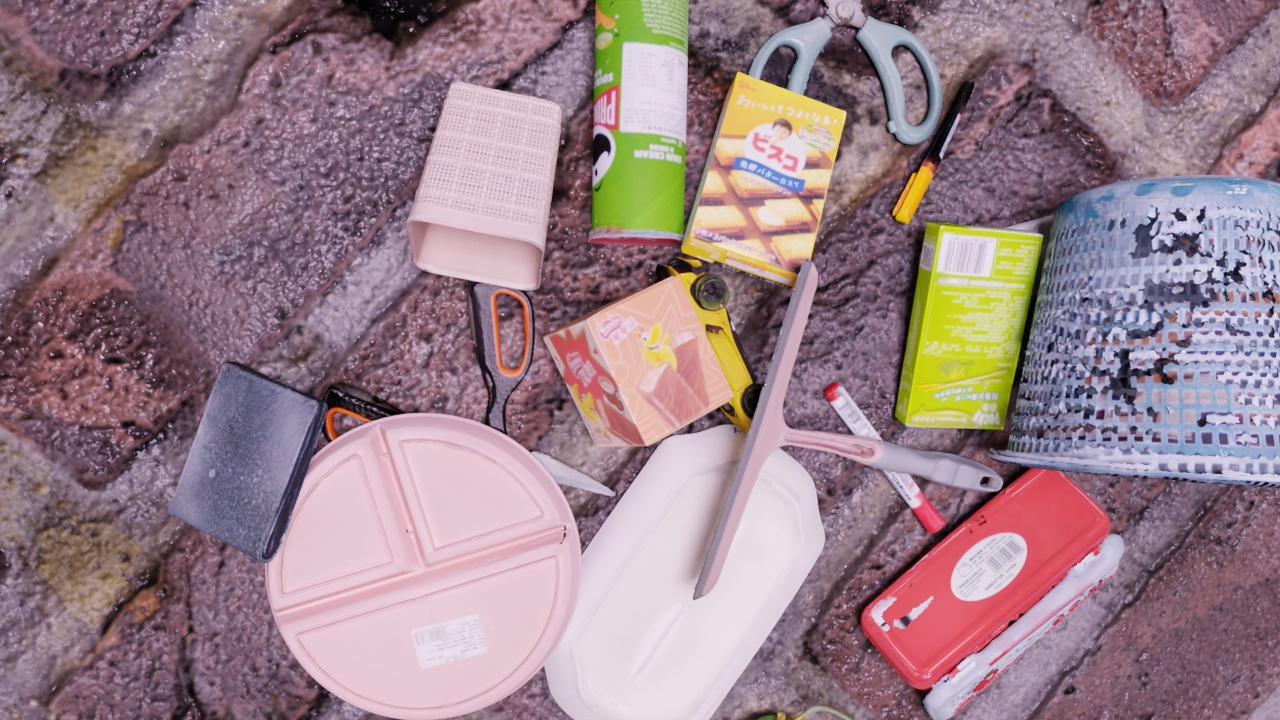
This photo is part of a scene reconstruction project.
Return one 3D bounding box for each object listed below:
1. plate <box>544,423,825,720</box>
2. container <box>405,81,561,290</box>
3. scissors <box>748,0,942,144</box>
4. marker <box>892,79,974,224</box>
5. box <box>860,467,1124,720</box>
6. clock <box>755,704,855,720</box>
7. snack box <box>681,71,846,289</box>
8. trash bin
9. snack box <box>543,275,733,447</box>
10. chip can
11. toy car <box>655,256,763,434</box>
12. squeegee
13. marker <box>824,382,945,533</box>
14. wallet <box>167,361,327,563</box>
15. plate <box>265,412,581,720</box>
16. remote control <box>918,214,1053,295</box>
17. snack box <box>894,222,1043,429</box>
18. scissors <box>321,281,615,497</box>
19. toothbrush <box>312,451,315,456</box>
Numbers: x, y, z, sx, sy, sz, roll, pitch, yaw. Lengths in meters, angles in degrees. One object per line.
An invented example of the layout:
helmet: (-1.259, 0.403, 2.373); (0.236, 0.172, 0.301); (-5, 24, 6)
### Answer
plate: (0.035, 0.177, 0.703); (0.162, 0.034, 0.265); (36, 89, -7)
container: (-0.103, -0.120, 0.634); (0.090, 0.090, 0.110); (10, 73, -6)
scissors: (0.169, -0.225, 0.706); (0.181, 0.019, 0.170); (26, 89, -6)
marker: (0.230, -0.163, 0.717); (0.015, 0.018, 0.124); (27, 89, 27)
box: (0.281, 0.187, 0.732); (0.201, 0.100, 0.102); (-40, 58, -2)
clock: (0.115, 0.340, 0.711); (0.116, 0.056, 0.161); (32, 89, -8)
snack box: (0.089, -0.129, 0.657); (0.087, 0.034, 0.140); (19, 70, -6)
trash bin: (0.368, -0.018, 0.643); (0.226, 0.227, 0.195); (4, 88, -7)
snack box: (-0.004, 0.004, 0.650); (0.076, 0.093, 0.094); (-28, 96, -24)
chip can: (0.001, -0.202, 0.660); (0.072, 0.072, 0.236); (1, 93, -7)
toy car: (0.057, -0.006, 0.677); (0.041, 0.071, 0.156); (-26, 96, -6)
squeegee: (0.172, 0.071, 0.685); (0.249, 0.040, 0.248); (13, 100, -26)
marker: (0.193, 0.077, 0.725); (0.017, 0.017, 0.145); (-39, 96, -4)
wallet: (-0.279, 0.070, 0.649); (0.097, 0.019, 0.121); (19, 89, 21)
plate: (-0.157, 0.153, 0.662); (0.229, 0.028, 0.229); (0, 94, -4)
remote control: (0.293, -0.077, 0.725); (0.150, 0.021, 0.058); (-15, 103, -5)
snack box: (0.250, -0.024, 0.704); (0.085, 0.026, 0.156); (2, 105, -9)
scissors: (-0.123, 0.047, 0.687); (0.233, 0.021, 0.221); (14, 96, -8)
toothbrush: (-0.229, 0.155, 0.682); (0.012, 0.017, 0.186); (-12, 96, -9)
